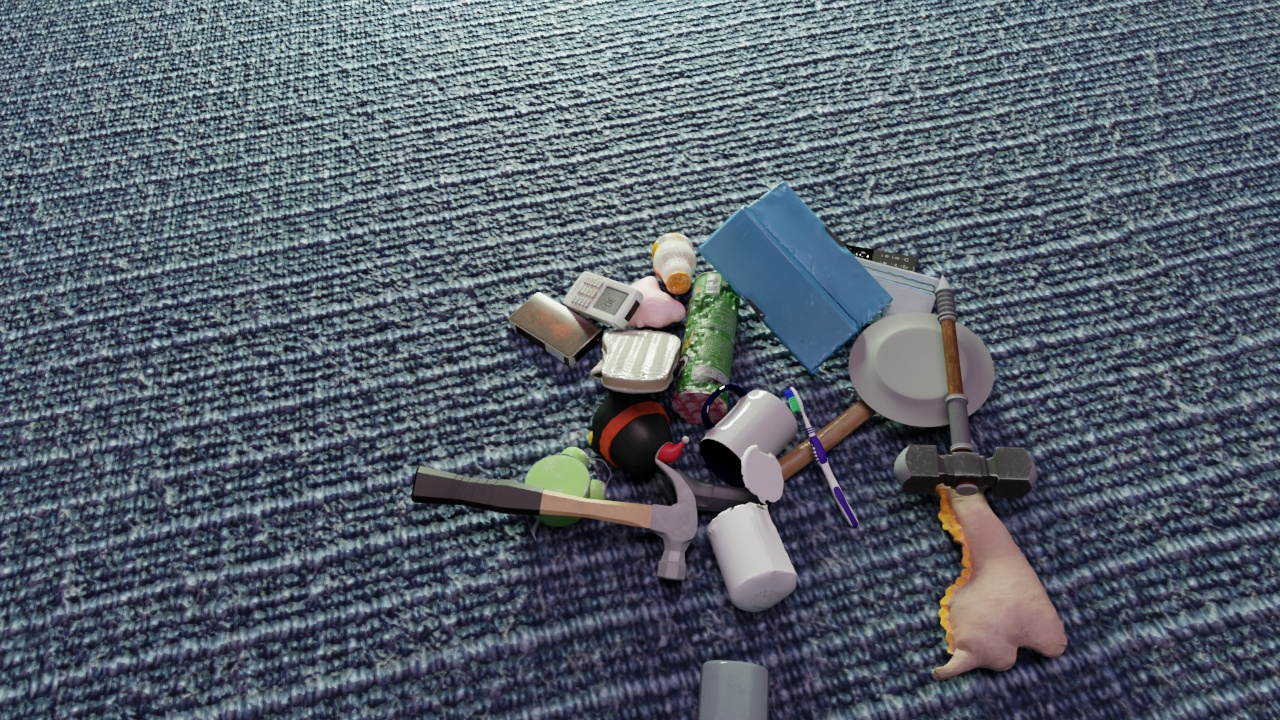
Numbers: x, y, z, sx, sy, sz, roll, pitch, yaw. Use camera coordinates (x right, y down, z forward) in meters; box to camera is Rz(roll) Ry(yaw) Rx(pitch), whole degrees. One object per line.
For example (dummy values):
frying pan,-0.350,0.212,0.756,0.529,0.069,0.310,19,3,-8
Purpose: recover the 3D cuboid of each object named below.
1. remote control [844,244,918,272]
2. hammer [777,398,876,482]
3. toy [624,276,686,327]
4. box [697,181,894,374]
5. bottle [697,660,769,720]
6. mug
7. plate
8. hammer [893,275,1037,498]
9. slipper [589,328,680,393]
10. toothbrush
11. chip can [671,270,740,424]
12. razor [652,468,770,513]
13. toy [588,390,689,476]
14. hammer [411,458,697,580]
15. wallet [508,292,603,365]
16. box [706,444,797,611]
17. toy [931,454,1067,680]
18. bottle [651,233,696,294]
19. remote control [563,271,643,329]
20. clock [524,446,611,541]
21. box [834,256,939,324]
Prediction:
remote control,0.333,-0.151,1.362,0.150,0.013,0.034,12,52,13
hammer,0.289,0.061,1.173,0.327,0.052,0.098,-34,56,-19
toy,0.006,-0.075,1.293,0.093,0.050,0.102,-30,46,-18
box,0.212,-0.120,1.234,0.173,0.066,0.232,-41,83,-8
bottle,0.090,0.385,0.912,0.072,0.046,0.160,3,51,6
mug,0.123,0.083,1.125,0.096,0.079,0.112,-42,97,-27
plate,0.357,0.006,1.167,0.178,0.012,0.178,-5,54,6
hammer,0.384,0.018,1.124,0.156,0.043,0.321,1,54,9
slipper,-0.007,0.007,1.161,0.115,0.052,0.262,2,14,1
toothbrush,0.218,0.116,1.115,0.016,0.015,0.186,-21,71,-4
chip can,0.091,-0.023,1.232,0.075,0.076,0.222,5,50,7
razor,0.084,0.161,1.102,0.143,0.047,0.052,7,75,5
toy,-0.004,0.094,1.123,0.097,0.100,0.119,-25,52,-18
hammer,-0.098,0.165,1.056,0.328,0.039,0.131,8,79,2
wallet,-0.120,-0.047,1.298,0.123,0.019,0.072,31,59,26
box,0.130,0.189,1.036,0.084,0.119,0.159,14,38,-35
toy,0.360,0.218,1.024,0.196,0.065,0.264,-10,49,-12
bottle,0.050,-0.137,1.323,0.063,0.063,0.108,-5,35,-1
remote control,-0.053,-0.085,1.285,0.138,0.025,0.060,24,77,48
clock,-0.092,0.155,1.115,0.119,0.043,0.094,-25,55,-17
box,0.313,-0.094,1.297,0.199,0.085,0.096,16,83,17
